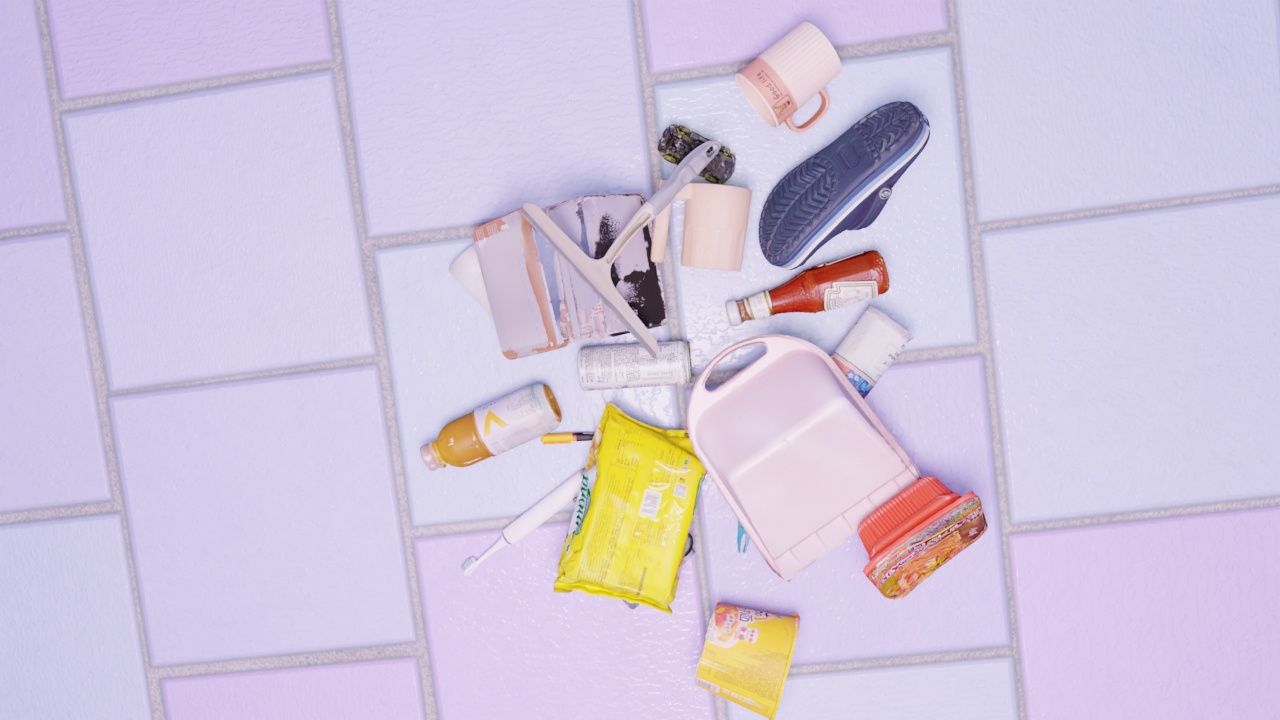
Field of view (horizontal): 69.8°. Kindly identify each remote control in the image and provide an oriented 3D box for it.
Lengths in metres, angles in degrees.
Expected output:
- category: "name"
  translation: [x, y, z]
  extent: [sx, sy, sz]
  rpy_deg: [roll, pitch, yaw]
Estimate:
- category: "remote control"
  translation: [-0.191, -0.092, 1.220]
  extent: [0.056, 0.019, 0.135]
  rpy_deg: [-43, 91, 6]

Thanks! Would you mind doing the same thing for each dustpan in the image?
- category: "dustpan"
  translation: [0.190, 0.104, 1.143]
  extent: [0.222, 0.138, 0.273]
  rpy_deg: [-34, 126, 3]

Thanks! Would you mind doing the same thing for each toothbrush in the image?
- category: "toothbrush"
  translation: [-0.155, 0.221, 1.238]
  extent: [0.221, 0.027, 0.026]
  rpy_deg: [-38, 52, 6]

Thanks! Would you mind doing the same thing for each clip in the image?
- category: "clip"
  translation: [0.138, 0.230, 1.224]
  extent: [0.050, 0.015, 0.057]
  rpy_deg: [7, 93, 1]

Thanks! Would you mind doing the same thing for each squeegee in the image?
- category: "squeegee"
  translation: [0.010, -0.175, 1.091]
  extent: [0.246, 0.039, 0.246]
  rpy_deg: [-50, 119, -13]

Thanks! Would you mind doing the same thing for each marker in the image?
- category: "marker"
  translation: [-0.072, 0.103, 1.227]
  extent: [0.124, 0.018, 0.015]
  rpy_deg: [-3, 93, 4]

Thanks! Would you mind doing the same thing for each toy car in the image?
- category: "toy car"
  translation: [0.072, -0.265, 1.184]
  extent: [0.105, 0.032, 0.048]
  rpy_deg: [24, 95, -9]

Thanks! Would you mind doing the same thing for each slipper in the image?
- category: "slipper"
  translation: [0.256, -0.213, 1.148]
  extent: [0.253, 0.105, 0.095]
  rpy_deg: [-44, 132, 19]

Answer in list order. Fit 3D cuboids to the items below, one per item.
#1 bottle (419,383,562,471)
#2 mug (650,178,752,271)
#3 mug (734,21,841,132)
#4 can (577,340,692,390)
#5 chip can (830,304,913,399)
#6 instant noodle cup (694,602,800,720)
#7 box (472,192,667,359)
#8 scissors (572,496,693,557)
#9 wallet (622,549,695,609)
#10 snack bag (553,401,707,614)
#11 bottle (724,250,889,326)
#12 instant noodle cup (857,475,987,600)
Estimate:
- category: "bottle"
  translation: [-0.199, 0.093, 1.210]
  extent: [0.189, 0.068, 0.068]
  rpy_deg: [-24, 92, 5]
- category: "mug"
  translation: [0.075, -0.169, 1.157]
  extent: [0.124, 0.084, 0.103]
  rpy_deg: [4, 96, -18]
- category: "mug"
  translation: [0.194, -0.346, 1.150]
  extent: [0.106, 0.081, 0.114]
  rpy_deg: [-39, 117, 4]
- category: "can"
  translation: [-0.007, 0.007, 1.195]
  extent: [0.147, 0.058, 0.058]
  rpy_deg: [-4, 94, 4]
- category: "chip can"
  translation: [0.253, 0.035, 1.173]
  extent: [0.071, 0.071, 0.215]
  rpy_deg: [37, 96, 1]
- category: "instant noodle cup"
  translation: [0.136, 0.381, 1.181]
  extent: [0.110, 0.138, 0.138]
  rpy_deg: [15, 95, 12]
- category: "box"
  translation: [-0.096, -0.104, 1.171]
  extent: [0.194, 0.156, 0.183]
  rpy_deg: [-7, 94, 41]
- category: "scissors"
  translation: [0.008, 0.195, 1.209]
  extent: [0.178, 0.019, 0.170]
  rpy_deg: [42, 79, -3]
- category: "wallet"
  translation: [-0.002, 0.262, 1.235]
  extent: [0.121, 0.019, 0.097]
  rpy_deg: [-44, 88, 7]
- category: "snack bag"
  translation: [-0.003, 0.191, 1.165]
  extent: [0.158, 0.068, 0.246]
  rpy_deg: [16, 81, -6]
- category: "bottle"
  translation: [0.211, -0.087, 1.175]
  extent: [0.206, 0.059, 0.060]
  rpy_deg: [-16, 93, 9]
- category: "instant noodle cup"
  translation: [0.347, 0.218, 1.149]
  extent: [0.164, 0.189, 0.079]
  rpy_deg: [-37, 55, 4]
